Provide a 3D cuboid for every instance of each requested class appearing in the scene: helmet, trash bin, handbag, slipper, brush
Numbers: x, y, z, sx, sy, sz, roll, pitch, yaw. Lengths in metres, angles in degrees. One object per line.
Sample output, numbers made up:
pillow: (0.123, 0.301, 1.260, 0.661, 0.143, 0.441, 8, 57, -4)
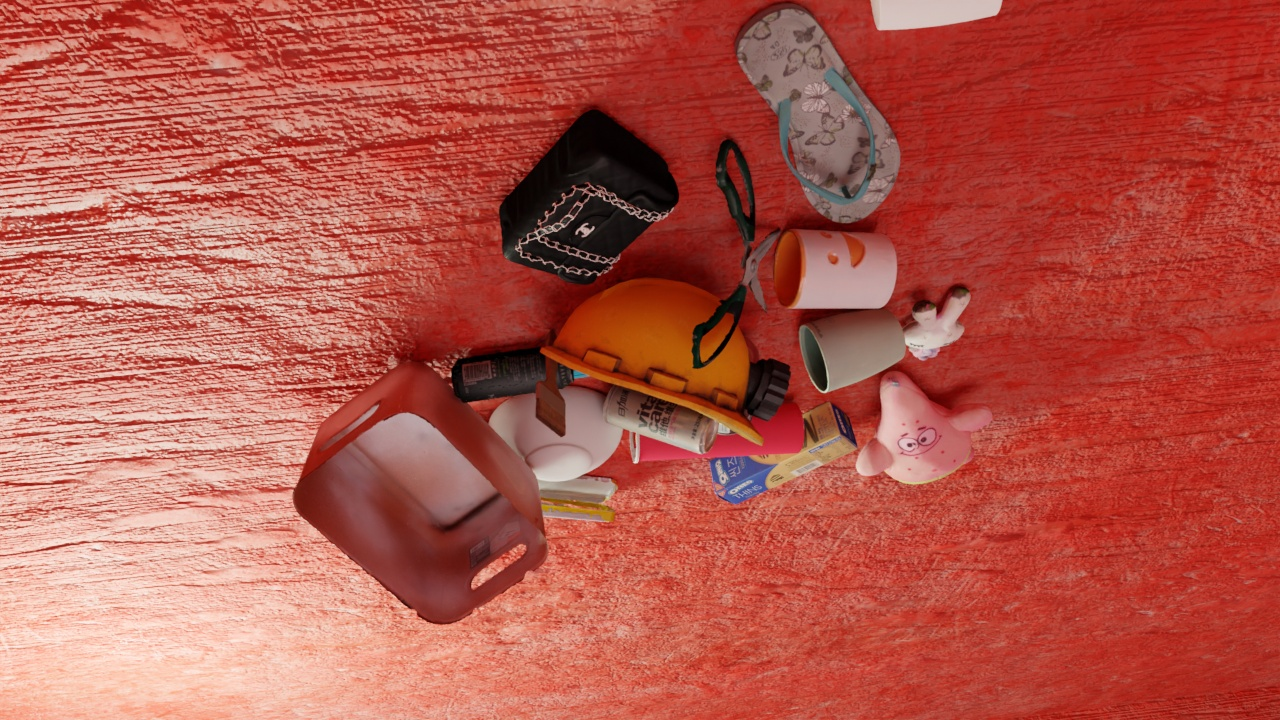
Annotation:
helmet: (0.034, -0.017, 0.975, 0.255, 0.131, 0.205, 21, 179, -8)
trash bin: (-0.248, 0.147, 1.069, 0.182, 0.157, 0.260, -36, 117, 9)
handbag: (-0.043, -0.129, 0.848, 0.125, 0.114, 0.154, 21, 131, -36)
slipper: (0.175, -0.208, 0.834, 0.098, 0.054, 0.269, -24, 139, 17)
brush: (-0.097, 0.018, 1.006, 0.008, 0.142, 0.045, -28, 130, 23)

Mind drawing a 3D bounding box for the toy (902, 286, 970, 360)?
toy: (0.352, -0.038, 1.101, 0.079, 0.038, 0.123, -14, 146, -3)

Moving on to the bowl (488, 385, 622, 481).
bowl: (-0.108, 0.108, 1.187, 0.176, 0.066, 0.177, -5, 143, -4)

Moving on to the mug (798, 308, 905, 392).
mug: (0.248, -0.014, 1.089, 0.104, 0.084, 0.111, -17, 172, -7)

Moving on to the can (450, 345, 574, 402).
can: (-0.149, 0.015, 1.067, 0.138, 0.053, 0.054, -8, 143, 1)

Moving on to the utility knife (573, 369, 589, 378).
utility knife: (-0.041, 0.008, 1.094, 0.177, 0.015, 0.022, -7, 152, 10)

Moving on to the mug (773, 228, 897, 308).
mug: (0.202, -0.095, 0.962, 0.105, 0.082, 0.082, 0, 142, -12)

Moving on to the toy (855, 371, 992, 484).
toy: (0.375, 0.096, 1.240, 0.192, 0.096, 0.237, -27, 132, 11)

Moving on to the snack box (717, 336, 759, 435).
snack box: (0.106, 0.030, 1.120, 0.072, 0.072, 0.121, -7, 144, -2)

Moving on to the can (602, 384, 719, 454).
can: (0.025, 0.071, 1.121, 0.136, 0.054, 0.054, 17, 149, 21)

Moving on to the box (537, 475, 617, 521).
box: (-0.137, 0.195, 1.315, 0.210, 0.070, 0.067, 9, 160, -20)

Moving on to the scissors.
scissors: (0.087, -0.102, 0.884, 0.015, 0.201, 0.204, 8, 134, 33)

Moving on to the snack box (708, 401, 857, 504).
snack box: (0.195, 0.132, 1.281, 0.207, 0.056, 0.057, -30, 140, 26)

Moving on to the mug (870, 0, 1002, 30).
mug: (0.219, -0.312, 0.695, 0.088, 0.080, 0.114, -8, 112, 11)

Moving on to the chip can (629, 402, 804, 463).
chip can: (0.099, 0.094, 1.203, 0.220, 0.069, 0.069, -2, 143, -8)
